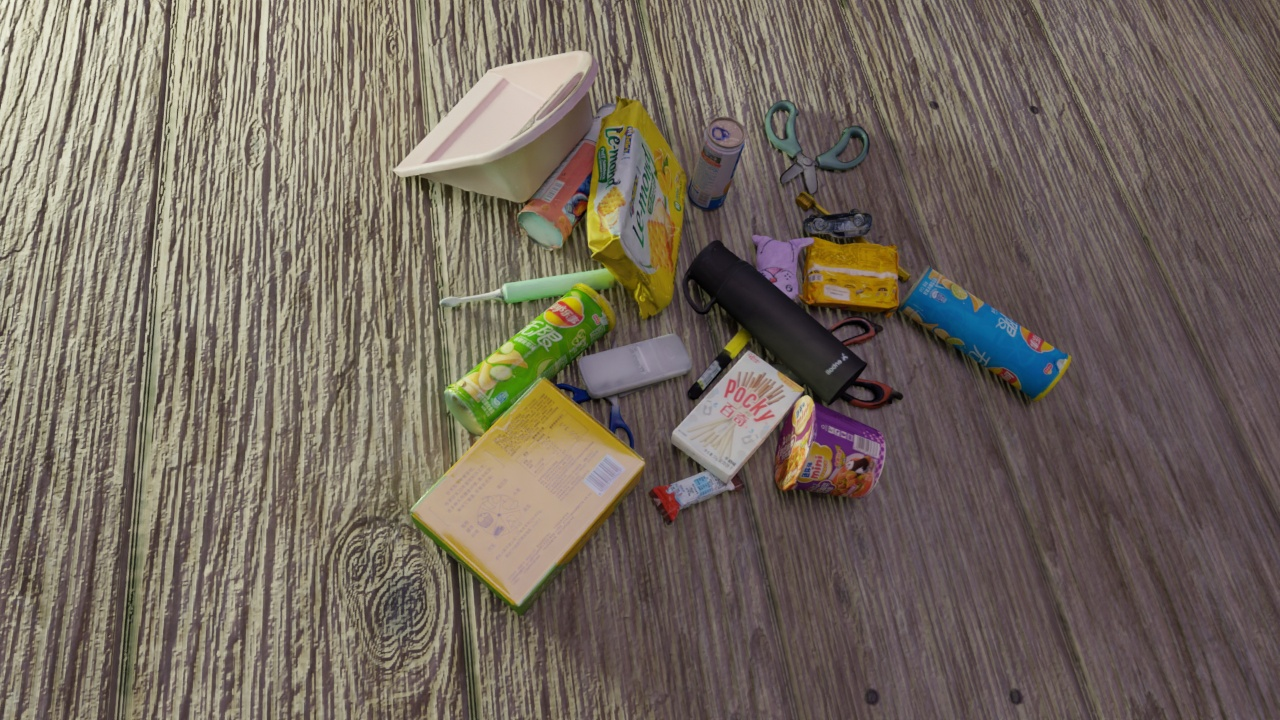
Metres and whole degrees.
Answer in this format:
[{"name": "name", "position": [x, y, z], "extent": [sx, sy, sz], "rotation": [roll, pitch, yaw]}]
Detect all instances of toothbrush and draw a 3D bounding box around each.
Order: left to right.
[{"name": "toothbrush", "position": [-0.138, -0.088, 1.148], "extent": [0.224, 0.027, 0.026], "rotation": [-10, 97, -13]}, {"name": "toothbrush", "position": [0.288, -0.168, 1.253], "extent": [0.190, 0.016, 0.016], "rotation": [41, 70, 13]}]

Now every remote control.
[{"name": "remote control", "position": [-0.007, 0.006, 1.111], "extent": [0.135, 0.020, 0.056], "rotation": [-15, 63, -19]}]

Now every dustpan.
[{"name": "dustpan", "position": [-0.174, -0.321, 1.155], "extent": [0.273, 0.139, 0.222], "rotation": [22, 64, 22]}]

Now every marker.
[{"name": "marker", "position": [0.099, 0.004, 1.140], "extent": [0.018, 0.015, 0.123], "rotation": [37, 65, 12]}]

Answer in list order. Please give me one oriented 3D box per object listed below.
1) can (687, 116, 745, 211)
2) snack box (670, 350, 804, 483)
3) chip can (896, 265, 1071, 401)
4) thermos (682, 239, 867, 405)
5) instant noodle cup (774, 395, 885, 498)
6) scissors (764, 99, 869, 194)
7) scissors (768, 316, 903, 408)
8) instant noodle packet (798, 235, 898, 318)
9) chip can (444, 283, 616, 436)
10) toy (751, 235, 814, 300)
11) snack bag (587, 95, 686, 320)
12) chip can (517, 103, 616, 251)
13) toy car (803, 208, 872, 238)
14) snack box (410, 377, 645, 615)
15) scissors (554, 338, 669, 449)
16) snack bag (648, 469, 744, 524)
[{"name": "can", "position": [0.099, -0.257, 1.205], "extent": [0.053, 0.135, 0.053], "rotation": [3, 63, -7]}, {"name": "snack box", "position": [0.115, 0.064, 1.083], "extent": [0.085, 0.027, 0.156], "rotation": [36, 61, 16]}, {"name": "chip can", "position": [0.436, -0.036, 1.173], "extent": [0.210, 0.071, 0.071], "rotation": [36, 64, 11]}, {"name": "thermos", "position": [0.157, -0.042, 1.132], "extent": [0.242, 0.068, 0.090], "rotation": [42, 90, 17]}, {"name": "instant noodle cup", "position": [0.219, 0.107, 1.057], "extent": [0.099, 0.112, 0.111], "rotation": [17, 62, -9]}, {"name": "scissors", "position": [0.260, -0.309, 1.320], "extent": [0.181, 0.019, 0.170], "rotation": [-4, 62, -11]}, {"name": "scissors", "position": [0.227, 0.011, 1.152], "extent": [0.226, 0.015, 0.188], "rotation": [20, 62, 3]}, {"name": "instant noodle packet", "position": [0.272, -0.110, 1.203], "extent": [0.128, 0.044, 0.110], "rotation": [7, 63, 2]}, {"name": "chip can", "position": [-0.129, -0.001, 1.079], "extent": [0.072, 0.073, 0.220], "rotation": [42, 65, 14]}, {"name": "toy", "position": [0.179, -0.115, 1.193], "extent": [0.084, 0.039, 0.107], "rotation": [2, 64, 19]}, {"name": "snack bag", "position": [-0.007, -0.190, 1.153], "extent": [0.068, 0.158, 0.246], "rotation": [-8, 58, 25]}, {"name": "chip can", "position": [-0.078, -0.244, 1.210], "extent": [0.071, 0.071, 0.214], "rotation": [29, 63, 7]}, {"name": "toy car", "position": [0.264, -0.182, 1.230], "extent": [0.090, 0.034, 0.042], "rotation": [-4, 23, 3]}, {"name": "snack box", "position": [-0.119, 0.145, 1.000], "extent": [0.157, 0.070, 0.209], "rotation": [38, 69, 12]}, {"name": "scissors", "position": [-0.040, 0.050, 1.099], "extent": [0.173, 0.012, 0.162], "rotation": [-14, 65, -16]}, {"name": "snack bag", "position": [0.065, 0.148, 1.054], "extent": [0.104, 0.026, 0.048], "rotation": [-23, 70, -20]}]
